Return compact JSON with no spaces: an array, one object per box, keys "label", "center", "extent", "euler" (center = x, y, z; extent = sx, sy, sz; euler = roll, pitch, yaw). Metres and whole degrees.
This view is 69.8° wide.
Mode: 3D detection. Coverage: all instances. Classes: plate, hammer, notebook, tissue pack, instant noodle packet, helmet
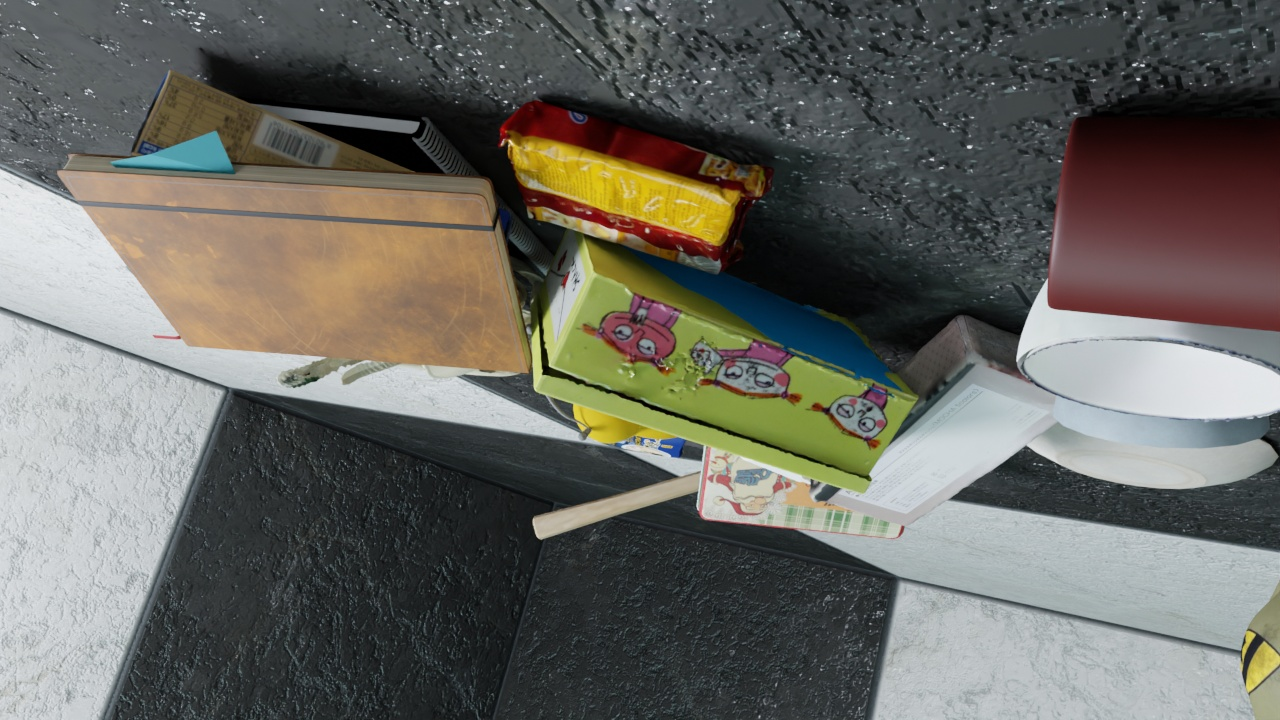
[{"label":"plate","center":[0.388,0.074,0.727],"extent":[0.189,0.027,0.189],"euler":[15,167,3]},{"label":"hammer","center":[0.039,0.138,1.000],"extent":[0.323,0.051,0.117],"euler":[-17,172,7]},{"label":"notebook","center":[-0.157,-0.110,0.619],"extent":[0.149,0.016,0.206],"euler":[11,166,21]},{"label":"tissue pack","center":[0.205,0.044,0.639],"extent":[0.104,0.071,0.182],"euler":[17,135,-17]},{"label":"instant noodle packet","center":[0.004,0.076,0.932],"extent":[0.087,0.026,0.134],"euler":[11,167,3]},{"label":"instant noodle packet","center":[-0.003,-0.089,0.482],"extent":[0.135,0.039,0.098],"euler":[17,168,4]},{"label":"notebook","center":[-0.197,-0.056,0.533],"extent":[0.249,0.014,0.179],"euler":[4,145,6]},{"label":"helmet","center":[0.511,0.202,0.573],"extent":[0.250,0.255,0.233],"euler":[12,163,18]}]

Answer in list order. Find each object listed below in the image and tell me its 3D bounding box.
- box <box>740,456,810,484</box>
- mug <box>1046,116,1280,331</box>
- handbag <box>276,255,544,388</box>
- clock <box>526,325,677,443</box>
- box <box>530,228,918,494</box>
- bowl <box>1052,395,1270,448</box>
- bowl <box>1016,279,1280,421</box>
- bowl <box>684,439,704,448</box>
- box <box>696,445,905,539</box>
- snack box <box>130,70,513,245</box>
[{"label":"box","center":[0.151,0.045,0.720],"extent":[0.110,0.102,0.130],"euler":[23,162,-26]},{"label":"mug","center":[0.206,-0.054,0.349],"extent":[0.083,0.073,0.105],"euler":[9,-165,27]},{"label":"handbag","center":[-0.166,-0.022,0.704],"extent":[0.184,0.131,0.229],"euler":[12,170,-6]},{"label":"clock","center":[-0.004,0.004,0.654],"extent":[0.151,0.113,0.052],"euler":[-11,150,-32]},{"label":"box","center":[0.048,-0.004,0.572],"extent":[0.221,0.082,0.124],"euler":[21,-158,-20]},{"label":"bowl","center":[0.289,0.014,0.513],"extent":[0.106,0.039,0.106],"euler":[-4,-167,1]},{"label":"bowl","center":[0.243,-0.019,0.430],"extent":[0.116,0.065,0.116],"euler":[14,167,3]},{"label":"bowl","center":[0.040,0.051,0.966],"extent":[0.124,0.052,0.124],"euler":[15,167,3]},{"label":"box","center":[0.161,0.109,0.891],"extent":[0.205,0.050,0.118],"euler":[7,122,1]},{"label":"snack box","center":[-0.184,-0.095,0.548],"extent":[0.206,0.057,0.056],"euler":[21,167,-17]}]
